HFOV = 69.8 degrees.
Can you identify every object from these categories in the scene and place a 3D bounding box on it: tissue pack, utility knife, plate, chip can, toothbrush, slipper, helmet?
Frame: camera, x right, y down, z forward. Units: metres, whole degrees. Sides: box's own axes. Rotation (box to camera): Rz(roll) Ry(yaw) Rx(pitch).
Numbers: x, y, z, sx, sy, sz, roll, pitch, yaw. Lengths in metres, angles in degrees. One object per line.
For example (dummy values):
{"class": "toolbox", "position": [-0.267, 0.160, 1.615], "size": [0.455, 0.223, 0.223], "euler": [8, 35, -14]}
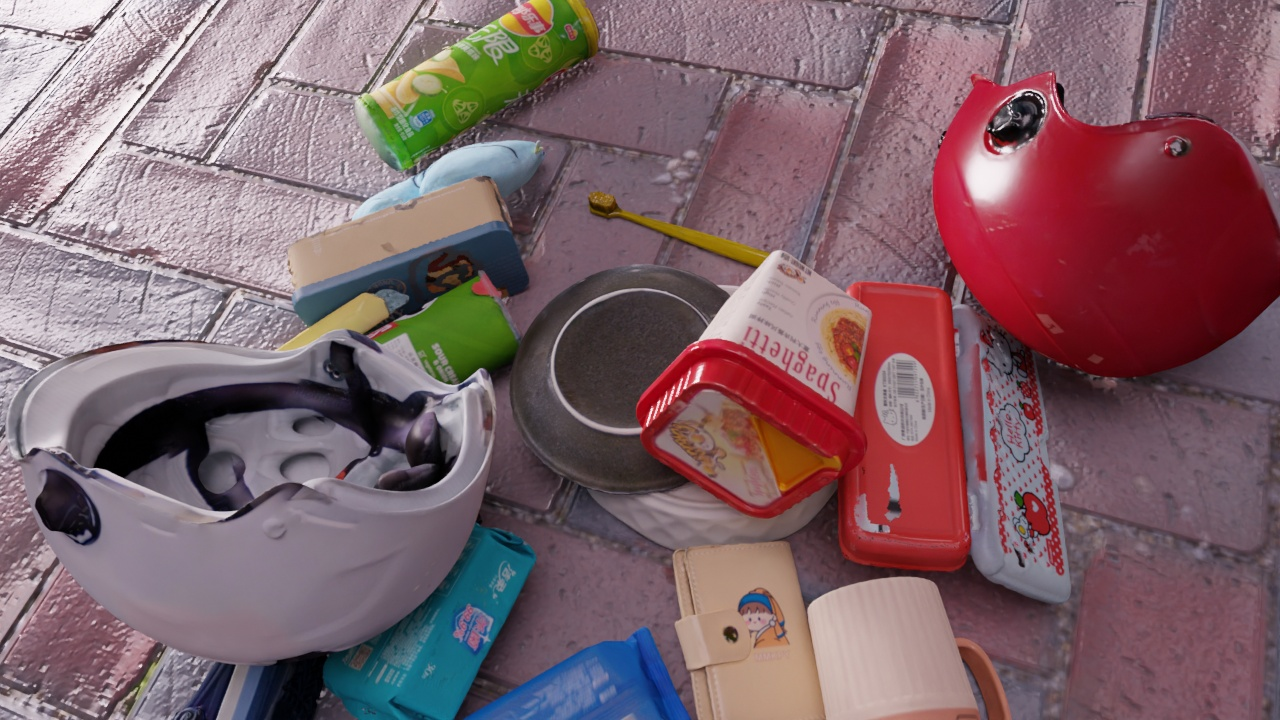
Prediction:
{"class": "tissue pack", "position": [-0.131, 0.161, 0.565], "size": [0.093, 0.050, 0.133], "euler": [-2, 50, 46]}
{"class": "utility knife", "position": [-0.242, -0.008, 0.680], "size": [0.167, 0.031, 0.018], "euler": [-29, 28, 17]}
{"class": "plate", "position": [-0.004, 0.004, 0.624], "size": [0.179, 0.024, 0.179], "euler": [-3, 59, 6]}
{"class": "plate", "position": [0.050, 0.030, 0.642], "size": [0.205, 0.046, 0.204], "euler": [-3, 61, 6]}
{"class": "chip can", "position": [-0.200, 0.020, 0.663], "size": [0.236, 0.072, 0.072], "euler": [-30, 61, -10]}
{"class": "toothbrush", "position": [0.042, -0.101, 0.733], "size": [0.190, 0.017, 0.015], "euler": [21, 66, 18]}
{"class": "slipper", "position": [-0.254, 0.250, 0.519], "size": [0.095, 0.105, 0.252], "euler": [9, 60, 4]}
{"class": "helmet", "position": [-0.213, 0.081, 0.524], "size": [0.259, 0.146, 0.228], "euler": [9, 19, 13]}
{"class": "helmet", "position": [0.280, -0.080, 0.603], "size": [0.144, 0.206, 0.240], "euler": [-55, 44, 10]}
{"class": "chip can", "position": [-0.143, -0.249, 0.810], "size": [0.221, 0.073, 0.072], "euler": [-35, 62, -12]}
{"class": "tissue pack", "position": [-0.044, 0.232, 0.535], "size": [0.157, 0.052, 0.095], "euler": [-29, 63, -9]}

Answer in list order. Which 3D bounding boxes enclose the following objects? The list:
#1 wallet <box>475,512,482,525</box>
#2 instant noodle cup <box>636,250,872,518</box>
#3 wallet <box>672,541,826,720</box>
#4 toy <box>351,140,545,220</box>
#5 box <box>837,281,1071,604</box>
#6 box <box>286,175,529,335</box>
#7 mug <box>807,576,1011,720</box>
{"class": "wallet", "position": [-0.184, 0.099, 0.629], "size": [0.122, 0.020, 0.096], "euler": [-28, 88, -10]}
{"class": "instant noodle cup", "position": [0.076, 0.010, 0.554], "size": [0.116, 0.117, 0.124], "euler": [33, 54, -6]}
{"class": "wallet", "position": [0.064, 0.168, 0.562], "size": [0.087, 0.024, 0.115], "euler": [0, 60, -15]}
{"class": "toy", "position": [-0.148, -0.144, 0.744], "size": [0.157, 0.050, 0.161], "euler": [-9, 18, 35]}
{"class": "box", "position": [0.199, 0.044, 0.584], "size": [0.161, 0.059, 0.200], "euler": [13, 56, -7]}
{"class": "box", "position": [-0.182, -0.070, 0.704], "size": [0.184, 0.090, 0.062], "euler": [-23, 60, -3]}
{"class": "mug", "position": [0.158, 0.188, 0.525], "size": [0.114, 0.082, 0.105], "euler": [5, 56, -21]}
